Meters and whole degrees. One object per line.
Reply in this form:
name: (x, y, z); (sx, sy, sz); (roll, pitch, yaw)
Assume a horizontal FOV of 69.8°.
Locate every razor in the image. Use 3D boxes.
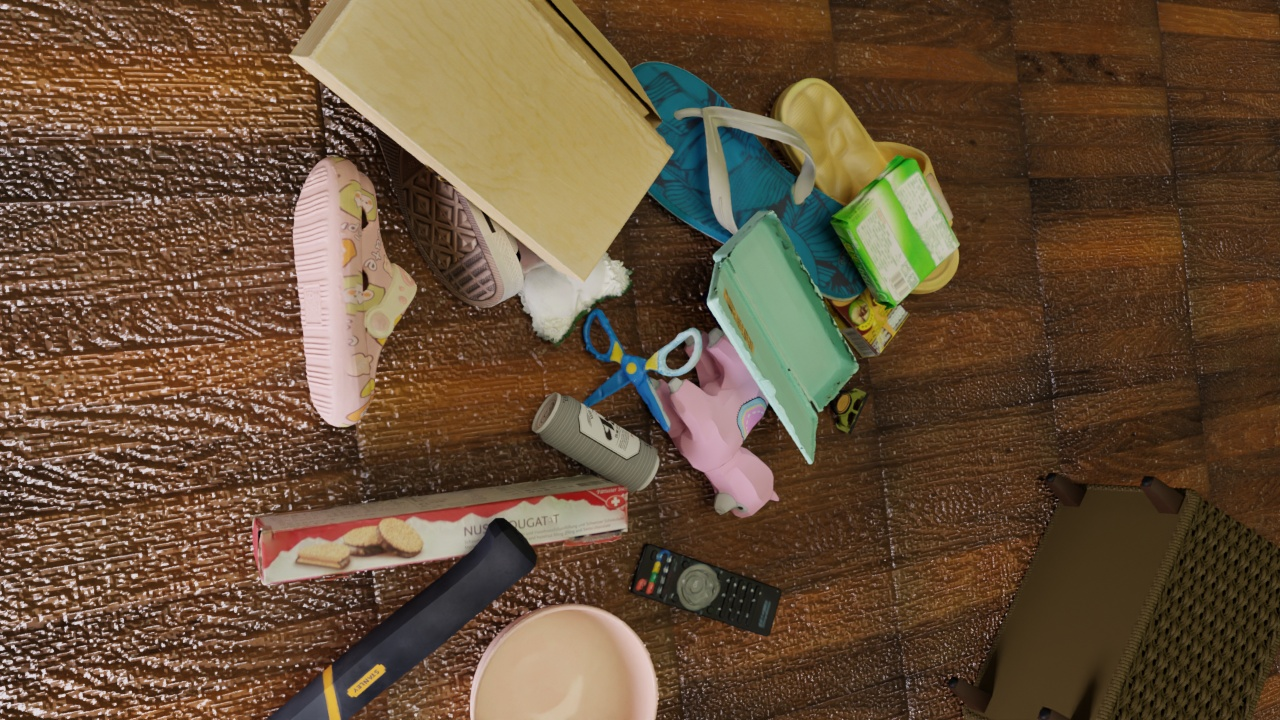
razor: (0.159, 0.022, 0.867); (0.144, 0.021, 0.044); (29, 84, -26)

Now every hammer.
hammer: (-0.207, 0.222, 0.642); (0.312, 0.035, 0.139); (-40, 117, -5)

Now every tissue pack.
tissue pack: (0.234, -0.116, 0.835); (0.099, 0.034, 0.114); (-41, 113, -11)

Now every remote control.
remote control: (0.059, 0.206, 0.822); (0.140, 0.021, 0.045); (23, 77, -17)

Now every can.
can: (-0.037, 0.069, 0.771); (0.106, 0.044, 0.044); (33, 74, -20)

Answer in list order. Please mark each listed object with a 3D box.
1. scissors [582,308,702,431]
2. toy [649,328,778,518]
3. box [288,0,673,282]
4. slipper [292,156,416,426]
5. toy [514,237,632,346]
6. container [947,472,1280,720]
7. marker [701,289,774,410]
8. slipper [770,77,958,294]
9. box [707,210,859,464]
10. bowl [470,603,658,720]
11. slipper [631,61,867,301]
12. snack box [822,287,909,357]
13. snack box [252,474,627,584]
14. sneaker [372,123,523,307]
scissors: (-0.004, 0.004, 0.769); (0.013, 0.127, 0.125); (3, 55, -61)
toy: (0.078, 0.056, 0.814); (0.123, 0.067, 0.157); (-48, 110, -21)
box: (-0.089, -0.222, 0.658); (0.247, 0.119, 0.252); (38, 46, -40)
slipper: (-0.204, -0.051, 0.679); (0.081, 0.093, 0.197); (-2, 89, -36)
toy: (-0.070, -0.079, 0.765); (0.095, 0.041, 0.109); (-37, 99, -7)
container: (0.479, 0.280, 0.931); (0.205, 0.177, 0.320); (38, 73, -15)
marker: (0.095, -0.007, 0.850); (0.134, 0.015, 0.018); (58, 37, -12)
slipper: (0.232, -0.166, 0.889); (0.263, 0.078, 0.099); (45, 74, -17)
box: (0.120, -0.019, 0.792); (0.138, 0.055, 0.187); (-52, 121, -33)
bowl: (-0.069, 0.263, 0.729); (0.152, 0.076, 0.153); (2, 86, -24)
slipper: (0.100, -0.155, 0.819); (0.295, 0.060, 0.118); (34, 84, -10)
snack box: (0.196, -0.075, 0.895); (0.149, 0.026, 0.061); (45, 71, -16)
snack box: (-0.147, 0.127, 0.701); (0.272, 0.077, 0.044); (-3, 92, -25)
sneaker: (-0.138, -0.167, 0.721); (0.097, 0.091, 0.245); (-25, 97, -40)
